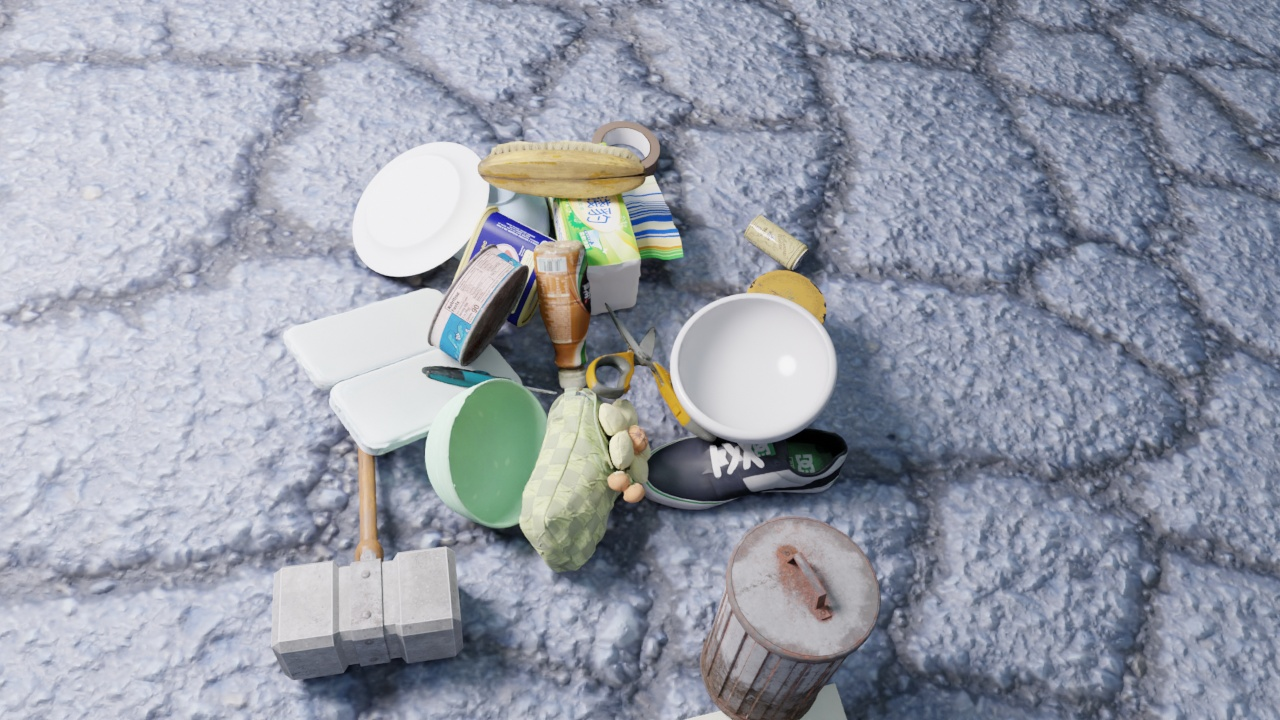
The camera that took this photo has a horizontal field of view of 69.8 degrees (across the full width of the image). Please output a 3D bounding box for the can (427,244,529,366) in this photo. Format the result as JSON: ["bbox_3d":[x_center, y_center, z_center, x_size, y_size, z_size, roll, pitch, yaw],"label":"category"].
[{"bbox_3d":[-0.175,-0.059,0.995,0.044,0.130,0.129,33,59,2],"label":"can"}]

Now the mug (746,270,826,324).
[{"bbox_3d":[0.167,-0.054,1.105,0.100,0.094,0.123,16,57,0],"label":"mug"}]

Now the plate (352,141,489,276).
[{"bbox_3d":[-0.272,-0.190,1.110,0.189,0.016,0.188,-8,65,18],"label":"plate"}]

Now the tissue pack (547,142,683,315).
[{"bbox_3d":[-0.029,-0.168,1.134,0.141,0.120,0.197,-10,67,-11],"label":"tissue pack"}]

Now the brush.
[{"bbox_3d":[-0.091,-0.223,1.067,0.195,0.059,0.043,2,49,2],"label":"brush"}]

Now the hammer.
[{"bbox_3d":[-0.276,0.145,0.929,0.162,0.083,0.317,-5,52,-12],"label":"hammer"}]

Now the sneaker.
[{"bbox_3d":[0.112,0.108,1.005,0.235,0.079,0.084,-3,60,-11],"label":"sneaker"}]

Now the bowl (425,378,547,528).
[{"bbox_3d":[-0.166,0.096,0.948,0.077,0.151,0.150,-6,48,36],"label":"bowl"}]

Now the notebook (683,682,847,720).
[{"bbox_3d":[0.113,0.403,0.864,0.208,0.012,0.153,-8,61,-14],"label":"notebook"}]

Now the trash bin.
[{"bbox_3d":[0.130,0.242,0.838,0.131,0.212,0.130,3,51,-4],"label":"trash bin"}]

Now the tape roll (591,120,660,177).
[{"bbox_3d":[-0.022,-0.283,1.253,0.093,0.030,0.093,4,58,-7],"label":"tape roll"}]

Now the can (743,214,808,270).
[{"bbox_3d":[0.178,-0.154,1.202,0.079,0.038,0.038,38,60,14],"label":"can"}]

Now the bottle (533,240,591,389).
[{"bbox_3d":[-0.083,-0.049,1.033,0.059,0.167,0.059,-4,18,1],"label":"bottle"}]

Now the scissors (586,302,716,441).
[{"bbox_3d":[-0.004,0.006,1.018,0.216,0.016,0.225,6,38,-47],"label":"scissors"}]

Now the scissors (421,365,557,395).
[{"bbox_3d":[-0.167,0.022,0.994,0.144,0.126,0.019,12,92,22],"label":"scissors"}]

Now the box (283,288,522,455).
[{"bbox_3d":[-0.257,0.002,1.009,0.208,0.037,0.189,-21,64,-42],"label":"box"}]

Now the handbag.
[{"bbox_3d":[-0.047,0.122,0.941,0.117,0.113,0.186,-7,49,33],"label":"handbag"}]

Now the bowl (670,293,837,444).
[{"bbox_3d":[0.122,0.017,0.998,0.176,0.066,0.176,-3,62,5],"label":"bowl"}]

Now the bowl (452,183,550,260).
[{"bbox_3d":[-0.185,-0.196,1.147,0.150,0.075,0.150,4,59,-7],"label":"bowl"}]

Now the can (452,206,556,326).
[{"bbox_3d":[-0.156,-0.108,1.078,0.092,0.116,0.056,27,17,5],"label":"can"}]
